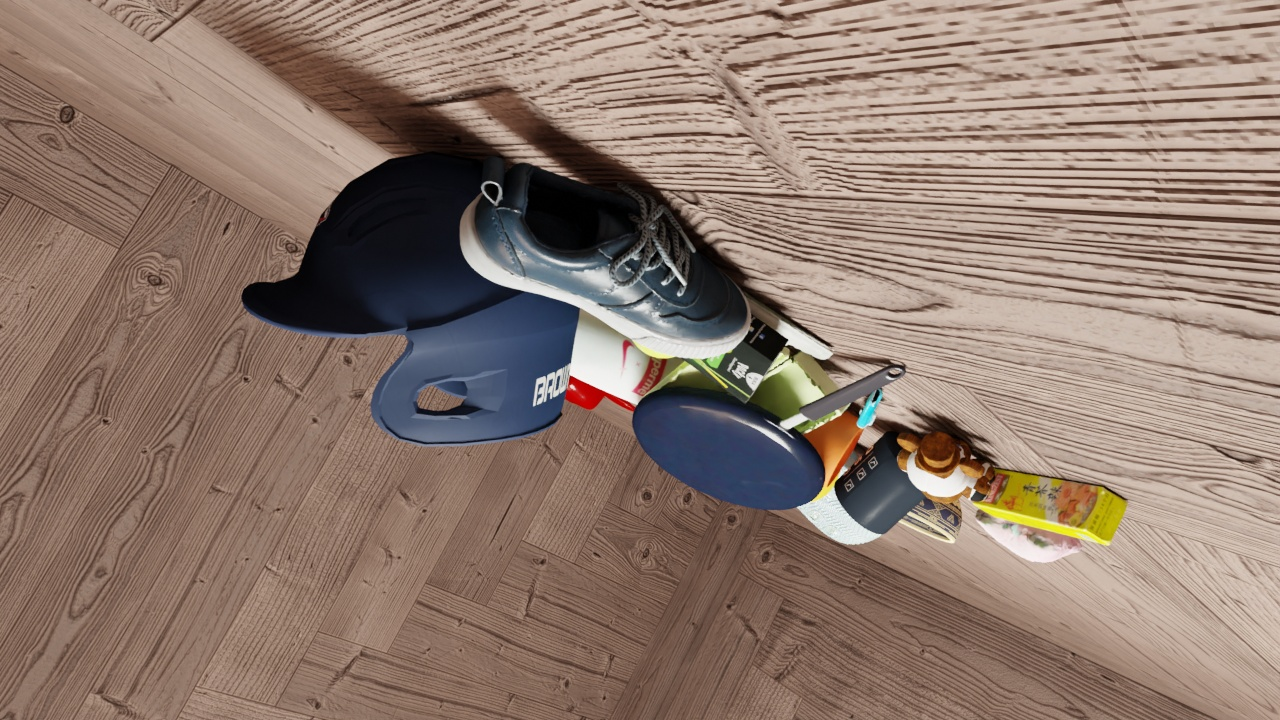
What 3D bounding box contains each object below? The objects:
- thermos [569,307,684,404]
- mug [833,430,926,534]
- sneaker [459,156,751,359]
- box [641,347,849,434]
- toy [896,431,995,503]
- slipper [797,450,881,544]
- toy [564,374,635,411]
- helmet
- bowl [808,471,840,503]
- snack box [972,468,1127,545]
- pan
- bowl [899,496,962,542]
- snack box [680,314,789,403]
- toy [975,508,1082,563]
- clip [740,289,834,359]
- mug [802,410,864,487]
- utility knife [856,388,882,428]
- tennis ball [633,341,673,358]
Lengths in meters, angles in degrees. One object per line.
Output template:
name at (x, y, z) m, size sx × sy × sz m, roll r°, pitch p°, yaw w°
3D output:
thermos at (-0.006, 0.006, 0.958) m, size 0.220 × 0.099 × 0.099 m, roll 21°, pitch 177°, yaw -30°
mug at (0.253, 0.118, 0.931) m, size 0.071 × 0.078 × 0.104 m, roll 44°, pitch -152°, yaw 10°
sneaker at (-0.009, -0.073, 0.629) m, size 0.235 × 0.089 × 0.088 m, roll 18°, pitch 151°, yaw -27°
box at (0.093, 0.034, 0.864) m, size 0.140 × 0.047 × 0.188 m, roll 29°, pitch 150°, yaw -10°
toy at (0.271, 0.093, 0.820) m, size 0.087 × 0.067 × 0.112 m, roll 24°, pitch 162°, yaw 30°
slipper at (0.218, 0.130, 1.135) m, size 0.245 × 0.074 × 0.104 m, roll 38°, pitch 128°, yaw -6°
toy at (-0.098, -0.010, 1.227) m, size 0.197 × 0.120 × 0.158 m, roll 45°, pitch 162°, yaw -33°
helmet at (-0.186, -0.060, 0.765) m, size 0.272 × 0.223 × 0.232 m, roll -1°, pitch -170°, yaw -4°
bowl at (0.173, 0.092, 1.019) m, size 0.117 × 0.117 × 0.068 m, roll 27°, pitch 137°, yaw 10°
snack box at (0.351, 0.124, 0.797) m, size 0.029 × 0.040 × 0.148 m, roll 30°, pitch 173°, yaw -13°
pan at (0.117, 0.067, 0.837) m, size 0.198 × 0.021 × 0.358 m, roll 33°, pitch 149°, yaw -13°
bowl at (0.314, 0.152, 1.038) m, size 0.112 × 0.061 × 0.112 m, roll 28°, pitch 173°, yaw 4°
snack box at (0.041, -0.032, 0.745) m, size 0.147 × 0.025 × 0.080 m, roll 35°, pitch 153°, yaw 8°
toy at (0.404, 0.178, 0.932) m, size 0.095 × 0.053 × 0.099 m, roll 18°, pitch -179°, yaw -27°
clip at (0.105, -0.029, 0.752) m, size 0.101 × 0.040 × 0.054 m, roll 32°, pitch 153°, yaw -19°
mug at (0.176, 0.068, 0.950) m, size 0.096 × 0.078 × 0.112 m, roll 31°, pitch -151°, yaw 19°
utility knife at (0.211, 0.041, 0.835) m, size 0.015 × 0.022 × 0.124 m, roll 26°, pitch 169°, yaw 14°
tennis ball at (0.021, -0.035, 0.824) m, size 0.065 × 0.065 × 0.065 m, roll 28°, pitch 173°, yaw 4°
